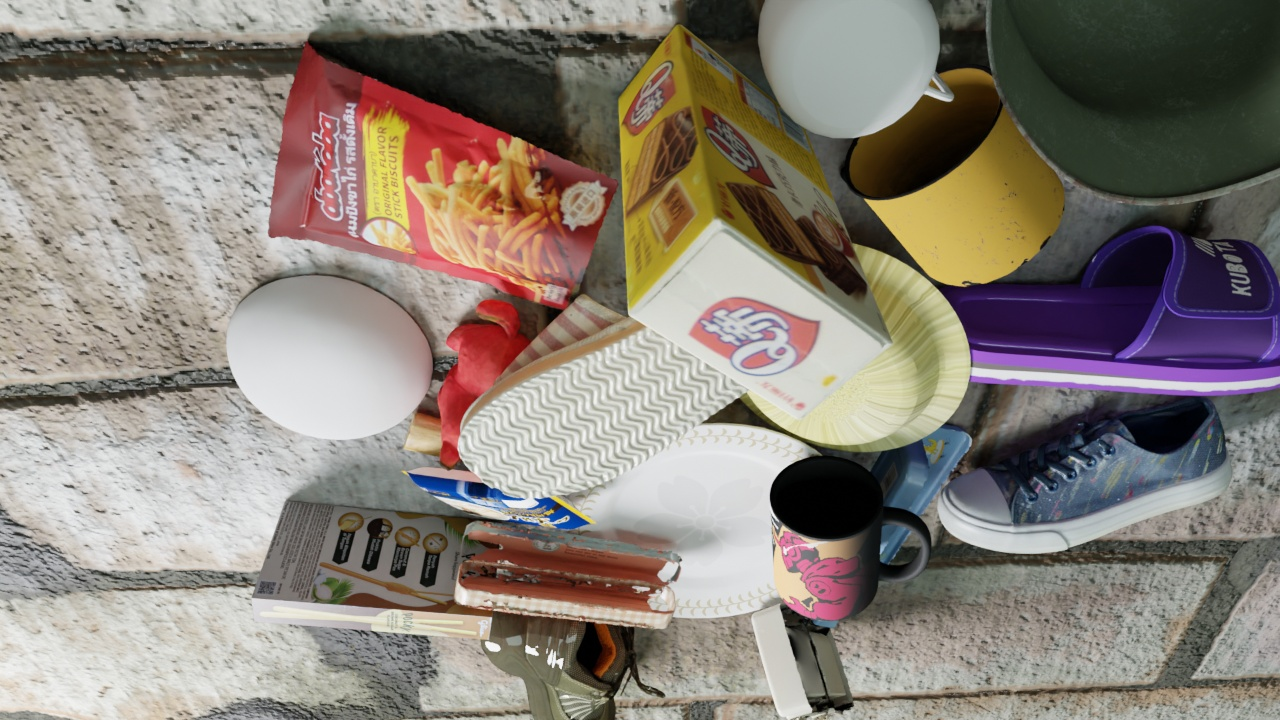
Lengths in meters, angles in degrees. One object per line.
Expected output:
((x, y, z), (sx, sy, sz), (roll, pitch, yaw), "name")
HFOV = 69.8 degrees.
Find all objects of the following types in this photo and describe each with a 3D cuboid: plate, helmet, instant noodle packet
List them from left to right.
((-0.111, 0.107, 0.722), (0.134, 0.026, 0.087), (2, 155, 29), "instant noodle packet")
((0.055, 0.137, 0.766), (0.242, 0.016, 0.243), (0, 129, -1), "plate")
((0.130, 0.006, 0.642), (0.184, 0.036, 0.185), (15, 132, 17), "plate")
((0.250, -0.227, 0.428), (0.227, 0.153, 0.268), (-23, 131, 17), "helmet")

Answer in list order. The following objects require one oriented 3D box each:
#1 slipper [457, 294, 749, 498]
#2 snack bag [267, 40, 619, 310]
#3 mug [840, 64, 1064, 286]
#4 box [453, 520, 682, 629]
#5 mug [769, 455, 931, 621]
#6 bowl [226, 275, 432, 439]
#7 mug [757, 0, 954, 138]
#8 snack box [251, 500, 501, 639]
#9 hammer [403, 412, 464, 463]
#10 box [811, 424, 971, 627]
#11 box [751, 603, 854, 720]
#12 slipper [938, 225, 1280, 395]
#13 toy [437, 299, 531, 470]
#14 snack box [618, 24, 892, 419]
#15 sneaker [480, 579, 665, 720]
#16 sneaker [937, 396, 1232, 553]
((-0.004, 0.003, 0.610), (0.263, 0.052, 0.115), (-29, 121, 13), "slipper")
((-0.128, -0.106, 0.590), (0.208, 0.066, 0.139), (20, 132, -7), "snack bag")
((0.186, -0.109, 0.568), (0.094, 0.100, 0.124), (39, 159, -31), "mug")
((-0.057, 0.178, 0.753), (0.187, 0.056, 0.071), (9, 97, -10), "box")
((0.159, 0.137, 0.697), (0.118, 0.081, 0.098), (3, 131, 15), "mug")
((-0.231, 0.011, 0.673), (0.149, 0.043, 0.150), (-1, 129, -2), "bowl")
((0.125, -0.176, 0.520), (0.115, 0.068, 0.094), (17, 126, -16), "mug")
((-0.215, 0.175, 0.771), (0.186, 0.100, 0.032), (7, 129, -8), "snack box")
((-0.029, 0.099, 0.764), (0.330, 0.033, 0.132), (17, 128, -15), "hammer")
((0.213, 0.149, 0.789), (0.085, 0.072, 0.210), (8, 129, -14), "box")
((0.151, 0.318, 0.835), (0.058, 0.187, 0.144), (-16, 153, 25), "box")
((0.334, -0.043, 0.620), (0.266, 0.107, 0.084), (0, 129, 4), "slipper")
((-0.102, 0.021, 0.655), (0.088, 0.093, 0.133), (11, 129, -8), "toy")
((0.049, -0.085, 0.487), (0.110, 0.229, 0.062), (31, 122, -25), "snack box")
((-0.038, 0.278, 0.853), (0.143, 0.100, 0.238), (-7, 135, 17), "sneaker")
((0.359, 0.089, 0.740), (0.235, 0.087, 0.079), (-14, 122, 3), "sneaker")
